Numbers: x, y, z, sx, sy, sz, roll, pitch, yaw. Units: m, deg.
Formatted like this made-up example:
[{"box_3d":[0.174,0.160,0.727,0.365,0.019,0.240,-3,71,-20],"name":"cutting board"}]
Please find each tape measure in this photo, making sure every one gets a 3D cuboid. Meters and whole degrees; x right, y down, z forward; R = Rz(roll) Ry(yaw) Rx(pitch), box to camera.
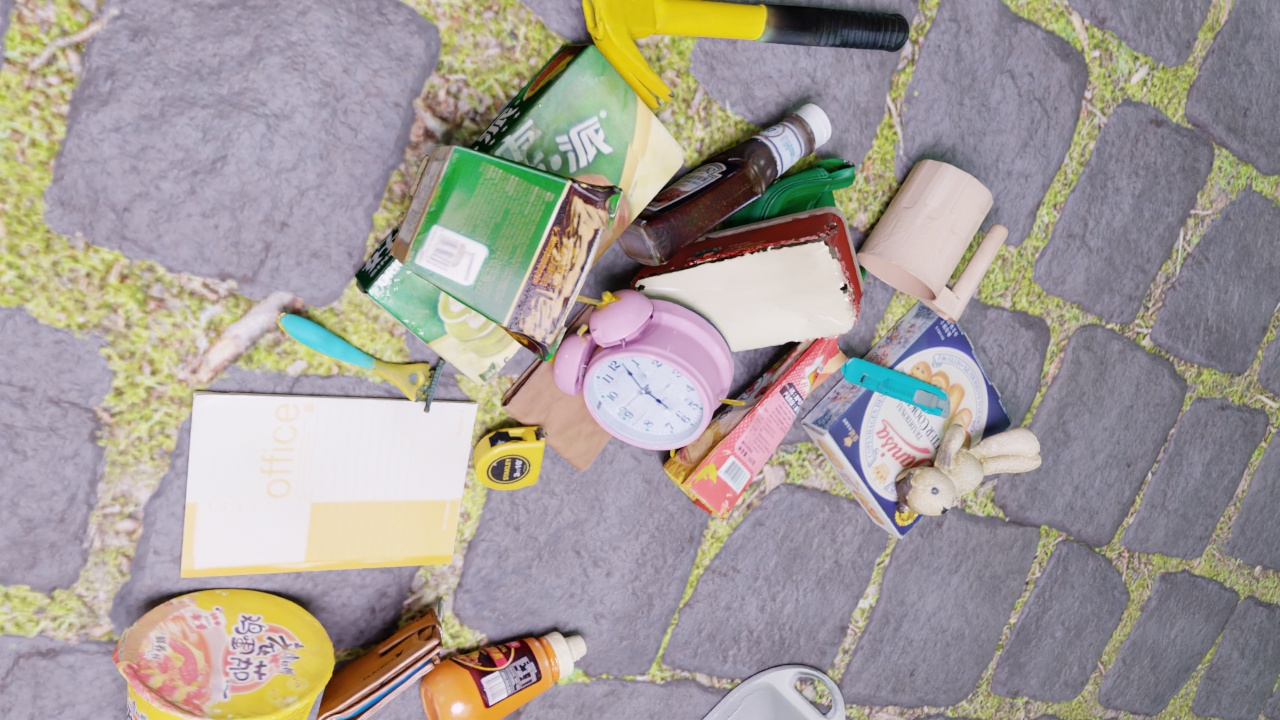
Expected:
[{"box_3d":[-0.108,0.078,0.749,0.057,0.029,0.060,-3,133,-19],"name":"tape measure"}]

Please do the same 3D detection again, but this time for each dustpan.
[{"box_3d":[0.111,0.457,1.012,0.258,0.142,0.222,-30,123,18],"name":"dustpan"}]

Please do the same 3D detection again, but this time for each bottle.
[{"box_3d":[0.071,-0.145,0.737,0.194,0.080,0.044,-35,114,-15],"name":"bottle"},{"box_3d":[-0.114,0.276,0.804,0.149,0.067,0.067,-15,114,-30],"name":"bottle"}]

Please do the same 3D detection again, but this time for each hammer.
[{"box_3d":[0.093,-0.264,0.720,0.300,0.033,0.129,-8,90,-29],"name":"hammer"}]

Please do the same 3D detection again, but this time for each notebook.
[{"box_3d":[-0.235,0.095,0.704,0.206,0.010,0.146,4,105,-28],"name":"notebook"}]

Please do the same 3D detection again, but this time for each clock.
[{"box_3d":[-0.004,0.004,0.713,0.158,0.059,0.117,38,132,-12],"name":"clock"}]

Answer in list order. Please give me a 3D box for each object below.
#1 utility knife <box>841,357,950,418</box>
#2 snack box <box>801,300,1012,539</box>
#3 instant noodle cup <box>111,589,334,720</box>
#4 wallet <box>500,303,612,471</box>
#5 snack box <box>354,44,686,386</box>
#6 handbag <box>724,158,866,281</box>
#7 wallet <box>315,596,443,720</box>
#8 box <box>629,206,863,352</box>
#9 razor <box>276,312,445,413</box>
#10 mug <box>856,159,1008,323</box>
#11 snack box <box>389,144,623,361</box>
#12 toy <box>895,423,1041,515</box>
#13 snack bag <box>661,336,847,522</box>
[{"box_3d":[0.249,0.027,0.876,0.151,0.013,0.029,18,94,-29],"name":"utility knife"},{"box_3d":[0.276,0.062,0.936,0.182,0.046,0.178,-45,121,-8],"name":"snack box"},{"box_3d":[-0.302,0.249,0.659,0.138,0.138,0.110,9,112,-30],"name":"instant noodle cup"},{"box_3d":[-0.047,0.023,0.772,0.115,0.020,0.101,-51,123,-6],"name":"wallet"},{"box_3d":[-0.086,-0.107,0.678,0.240,0.063,0.114,-48,119,-4],"name":"snack box"},{"box_3d":[0.141,-0.101,0.795,0.120,0.068,0.131,-27,118,-17],"name":"handbag"},{"box_3d":[-0.193,0.237,0.709,0.119,0.131,0.035,-37,94,-15],"name":"wallet"},{"box_3d":[0.083,-0.051,0.719,0.091,0.169,0.080,68,28,-24],"name":"box"},{"box_3d":[-0.206,-0.004,0.673,0.132,0.028,0.043,28,70,-35],"name":"razor"},{"box_3d":[0.277,-0.109,0.850,0.124,0.084,0.103,32,90,-23],"name":"mug"},{"box_3d":[-0.094,-0.079,0.583,0.105,0.117,0.118,22,93,-24],"name":"snack box"},{"box_3d":[0.327,0.111,0.913,0.157,0.066,0.105,-18,132,-13],"name":"toy"},{"box_3d":[0.114,0.047,0.824,0.207,0.073,0.128,-46,159,-6],"name":"snack bag"}]
